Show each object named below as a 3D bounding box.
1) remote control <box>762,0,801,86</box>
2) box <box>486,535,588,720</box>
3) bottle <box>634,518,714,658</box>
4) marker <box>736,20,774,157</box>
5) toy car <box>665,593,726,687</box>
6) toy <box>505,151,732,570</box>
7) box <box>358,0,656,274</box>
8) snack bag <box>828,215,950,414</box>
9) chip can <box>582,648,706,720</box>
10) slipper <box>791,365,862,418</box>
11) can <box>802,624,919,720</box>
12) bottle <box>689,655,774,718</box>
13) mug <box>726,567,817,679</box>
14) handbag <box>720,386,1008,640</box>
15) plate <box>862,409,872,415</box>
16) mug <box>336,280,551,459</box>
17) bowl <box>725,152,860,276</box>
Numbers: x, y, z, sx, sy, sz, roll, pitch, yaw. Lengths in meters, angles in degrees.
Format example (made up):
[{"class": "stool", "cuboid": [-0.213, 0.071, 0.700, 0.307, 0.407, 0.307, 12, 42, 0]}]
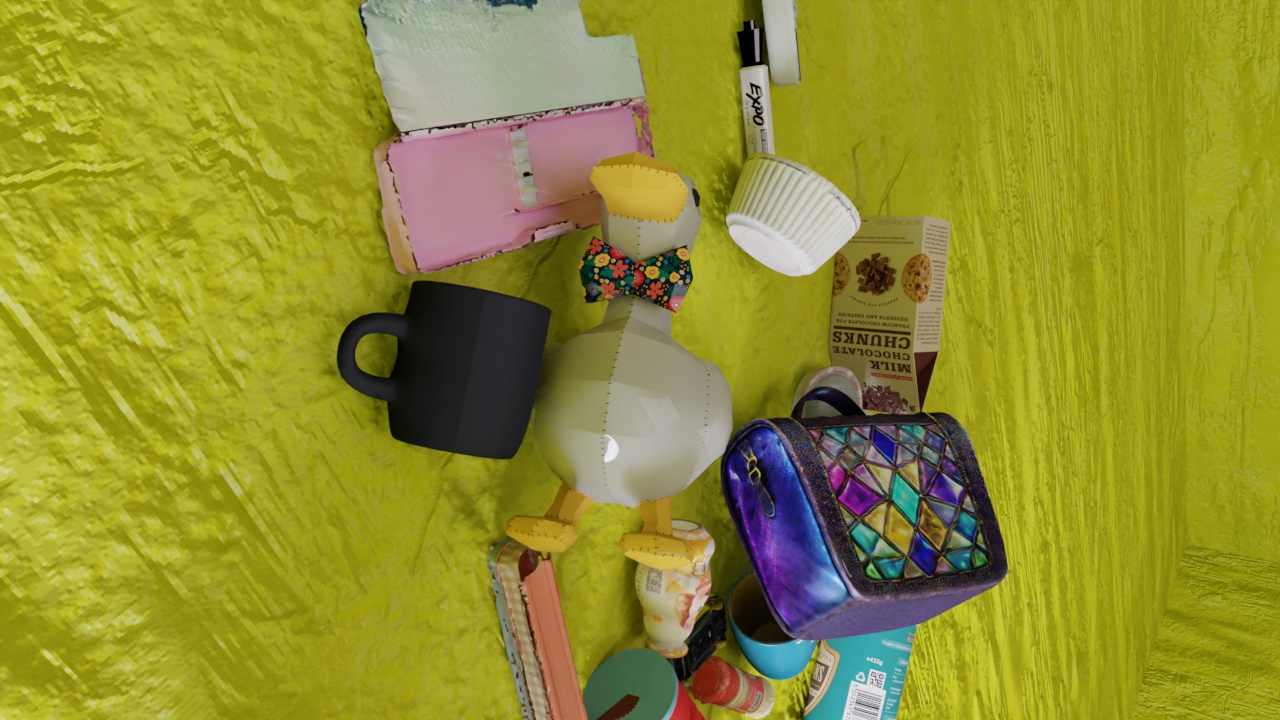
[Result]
[{"class": "remote control", "cuboid": [0.124, -0.301, 0.807, 0.060, 0.028, 0.114, -57, 140, -69]}, {"class": "box", "cuboid": [-0.068, 0.212, 0.666, 0.058, 0.053, 0.187, -16, 110, -14]}, {"class": "bottle", "cuboid": [0.026, 0.188, 0.759, 0.063, 0.063, 0.108, 2, 95, -50]}, {"class": "marker", "cuboid": [0.102, -0.233, 0.809, 0.025, 0.025, 0.126, -27, 116, -45]}, {"class": "toy car", "cuboid": [0.047, 0.249, 0.819, 0.106, 0.030, 0.049, -29, 119, -52]}, {"class": "toy", "cuboid": [-0.004, 0.004, 0.626, 0.247, 0.141, 0.267, 70, 28, -70]}, {"class": "box", "cuboid": [-0.075, -0.158, 0.602, 0.229, 0.035, 0.159, -25, 115, -45]}, {"class": "snack bag", "cuboid": [0.262, -0.047, 0.978, 0.069, 0.094, 0.206, -3, 98, -50]}, {"class": "chip can", "cuboid": [0.032, 0.336, 0.774, 0.086, 0.087, 0.213, -53, 131, -31]}, {"class": "slipper", "cuboid": [0.201, 0.142, 0.946, 0.114, 0.054, 0.274, -6, 97, -29]}, {"class": "can", "cuboid": [0.243, 0.346, 1.016, 0.099, 0.099, 0.143, 28, 74, -49]}, {"class": "bottle", "cuboid": [0.088, 0.311, 0.871, 0.109, 0.044, 0.044, 39, 67, -47]}, {"class": "mug", "cuboid": [0.130, 0.244, 0.884, 0.104, 0.084, 0.112, 75, 12, -47]}, {"class": "handbag", "cuboid": [0.195, 0.124, 0.830, 0.204, 0.126, 0.221, 0, 58, -25]}, {"class": "plate", "cuboid": [0.242, 0.143, 1.038, 0.188, 0.027, 0.189, -11, 104, -49]}, {"class": "mug", "cuboid": [-0.119, 0.004, 0.544, 0.121, 0.085, 0.094, 13, 86, -35]}, {"class": "bowl", "cuboid": [0.125, -0.120, 0.797, 0.062, 0.115, 0.115, -57, 136, -7]}]
